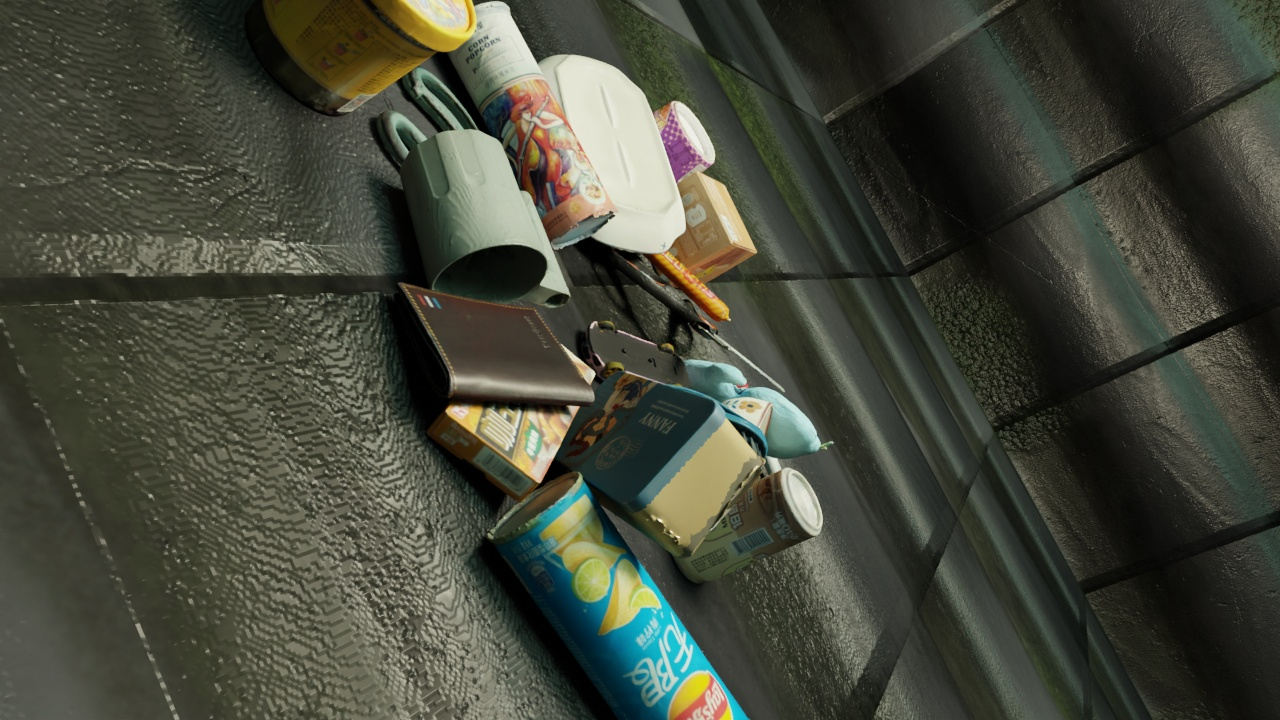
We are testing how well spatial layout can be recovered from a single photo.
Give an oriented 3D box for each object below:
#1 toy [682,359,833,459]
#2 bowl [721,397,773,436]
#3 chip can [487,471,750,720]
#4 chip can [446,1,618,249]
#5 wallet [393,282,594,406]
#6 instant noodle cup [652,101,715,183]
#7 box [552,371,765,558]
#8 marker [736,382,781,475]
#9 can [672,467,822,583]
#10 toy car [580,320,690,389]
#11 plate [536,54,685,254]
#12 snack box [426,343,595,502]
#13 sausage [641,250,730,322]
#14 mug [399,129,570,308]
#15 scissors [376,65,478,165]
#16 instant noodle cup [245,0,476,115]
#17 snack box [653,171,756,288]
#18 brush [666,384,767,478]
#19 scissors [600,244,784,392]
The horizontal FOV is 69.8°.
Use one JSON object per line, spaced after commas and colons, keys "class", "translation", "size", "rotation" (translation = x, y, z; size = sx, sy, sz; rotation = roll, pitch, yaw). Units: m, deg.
{"class": "toy", "translation": [0.111, 0.051, 0.897], "size": [0.049, 0.156, 0.161], "rotation": [-59, 156, -19]}
{"class": "bowl", "translation": [0.072, 0.082, 0.822], "size": [0.062, 0.114, 0.113], "rotation": [18, 21, 13]}
{"class": "chip can", "translation": [-0.008, 0.174, 0.577], "size": [0.210, 0.071, 0.071], "rotation": [57, 25, -7]}
{"class": "chip can", "translation": [-0.100, -0.209, 0.826], "size": [0.214, 0.071, 0.071], "rotation": [62, 24, 2]}
{"class": "wallet", "translation": [-0.097, -0.008, 0.613], "size": [0.122, 0.020, 0.096], "rotation": [8, 41, -47]}
{"class": "instant noodle cup", "translation": [0.025, -0.242, 1.071], "size": [0.111, 0.099, 0.111], "rotation": [43, 28, -30]}
{"class": "box", "translation": [0.006, 0.064, 0.608], "size": [0.062, 0.089, 0.184], "rotation": [48, -15, -19]}
{"class": "marker", "translation": [0.131, 0.091, 0.976], "size": [0.145, 0.017, 0.017], "rotation": [67, 23, -13]}
{"class": "can", "translation": [0.085, 0.135, 0.744], "size": [0.058, 0.116, 0.058], "rotation": [42, 30, -32]}
{"class": "toy car", "translation": [-0.005, 0.005, 0.818], "size": [0.122, 0.037, 0.056], "rotation": [21, 41, -37]}
{"class": "plate", "translation": [-0.032, -0.223, 0.939], "size": [0.161, 0.034, 0.265], "rotation": [8, 53, -31]}
{"class": "snack box", "translation": [-0.083, 0.027, 0.630], "size": [0.075, 0.026, 0.153], "rotation": [39, 28, -9]}
{"class": "sausage", "translation": [0.036, -0.097, 0.984], "size": [0.165, 0.021, 0.021], "rotation": [42, 27, -6]}
{"class": "mug", "translation": [-0.109, -0.095, 0.666], "size": [0.123, 0.084, 0.103], "rotation": [14, 49, -55]}
{"class": "scissors", "translation": [-0.148, -0.176, 0.760], "size": [0.176, 0.019, 0.171], "rotation": [29, 38, -47]}
{"class": "instant noodle cup", "translation": [-0.193, -0.237, 0.623], "size": [0.118, 0.115, 0.118], "rotation": [44, 29, -31]}
{"class": "snack box", "translation": [0.061, -0.143, 1.032], "size": [0.077, 0.095, 0.092], "rotation": [3, 60, -62]}
{"class": "brush", "translation": [0.033, 0.053, 0.745], "size": [0.144, 0.055, 0.073], "rotation": [16, 37, 0]}
{"class": "scissors", "translation": [0.051, -0.046, 0.904], "size": [0.221, 0.022, 0.233], "rotation": [37, 5, -7]}
